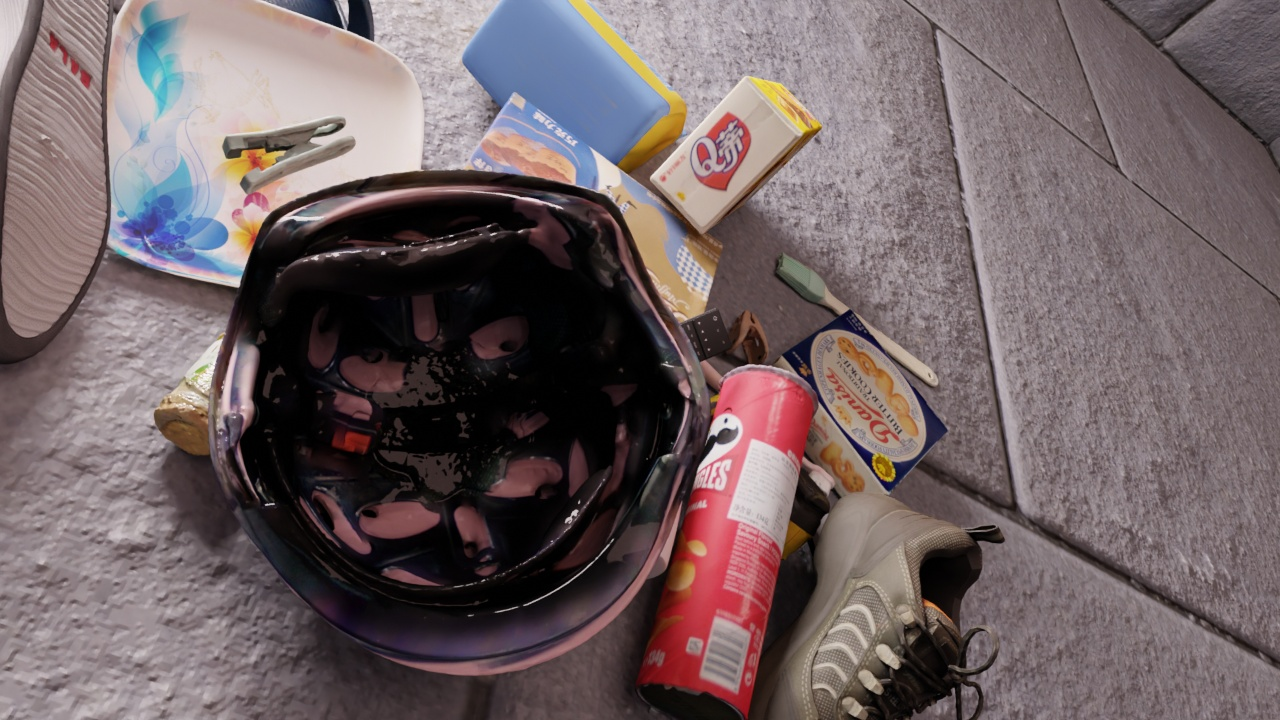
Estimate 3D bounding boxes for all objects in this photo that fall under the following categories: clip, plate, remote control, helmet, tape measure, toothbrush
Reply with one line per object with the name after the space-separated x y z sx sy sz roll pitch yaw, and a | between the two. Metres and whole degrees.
0.086 -0.022 0.783 0.039 0.024 0.060 21 38 -30 | clip
-0.214 -0.134 0.554 0.078 0.023 0.049 -42 104 -31 | clip
-0.230 -0.130 0.568 0.186 0.016 0.186 11 73 -31 | plate
-0.004 0.004 0.613 0.140 0.009 0.030 -23 97 -17 | remote control
-0.096 0.035 0.482 0.229 0.153 0.255 -14 73 -22 | helmet
0.102 0.110 0.665 0.037 0.064 0.065 36 9 -23 | tape measure
0.089 0.046 0.739 0.181 0.016 0.018 43 48 -5 | toothbrush

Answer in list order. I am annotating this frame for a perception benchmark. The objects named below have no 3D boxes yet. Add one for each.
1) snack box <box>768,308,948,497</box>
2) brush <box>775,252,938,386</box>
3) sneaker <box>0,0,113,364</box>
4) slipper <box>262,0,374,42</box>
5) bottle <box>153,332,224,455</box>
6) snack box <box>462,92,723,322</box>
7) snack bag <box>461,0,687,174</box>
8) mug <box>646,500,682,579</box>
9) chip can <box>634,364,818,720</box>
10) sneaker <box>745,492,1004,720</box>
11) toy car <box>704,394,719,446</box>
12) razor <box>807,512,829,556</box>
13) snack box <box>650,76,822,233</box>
0.187 0.040 0.803 0.144 0.043 0.144 53 41 7 | snack box
0.219 -0.036 0.913 0.217 0.012 0.033 35 43 -16 | brush
-0.347 -0.123 0.458 0.128 0.097 0.262 -8 76 -3 | sneaker
-0.229 -0.239 0.643 0.101 0.083 0.263 -14 70 -46 | slipper
-0.216 0.001 0.501 0.043 0.043 0.110 35 44 -13 | bottle
-0.049 -0.079 0.679 0.202 0.069 0.154 34 45 -15 | snack box
-0.037 -0.244 0.803 0.159 0.102 0.204 46 25 -1 | snack bag
-0.006 0.094 0.589 0.114 0.081 0.087 51 37 -47 | mug
0.060 0.114 0.596 0.073 0.073 0.232 32 53 -16 | chip can
0.159 0.192 0.558 0.101 0.143 0.237 49 58 -32 | sneaker
0.085 0.039 0.713 0.106 0.030 0.049 -26 83 -31 | toy car
0.164 0.175 0.677 0.057 0.060 0.156 14 31 -46 | razor
0.091 -0.181 0.788 0.061 0.110 0.229 46 21 -1 | snack box
